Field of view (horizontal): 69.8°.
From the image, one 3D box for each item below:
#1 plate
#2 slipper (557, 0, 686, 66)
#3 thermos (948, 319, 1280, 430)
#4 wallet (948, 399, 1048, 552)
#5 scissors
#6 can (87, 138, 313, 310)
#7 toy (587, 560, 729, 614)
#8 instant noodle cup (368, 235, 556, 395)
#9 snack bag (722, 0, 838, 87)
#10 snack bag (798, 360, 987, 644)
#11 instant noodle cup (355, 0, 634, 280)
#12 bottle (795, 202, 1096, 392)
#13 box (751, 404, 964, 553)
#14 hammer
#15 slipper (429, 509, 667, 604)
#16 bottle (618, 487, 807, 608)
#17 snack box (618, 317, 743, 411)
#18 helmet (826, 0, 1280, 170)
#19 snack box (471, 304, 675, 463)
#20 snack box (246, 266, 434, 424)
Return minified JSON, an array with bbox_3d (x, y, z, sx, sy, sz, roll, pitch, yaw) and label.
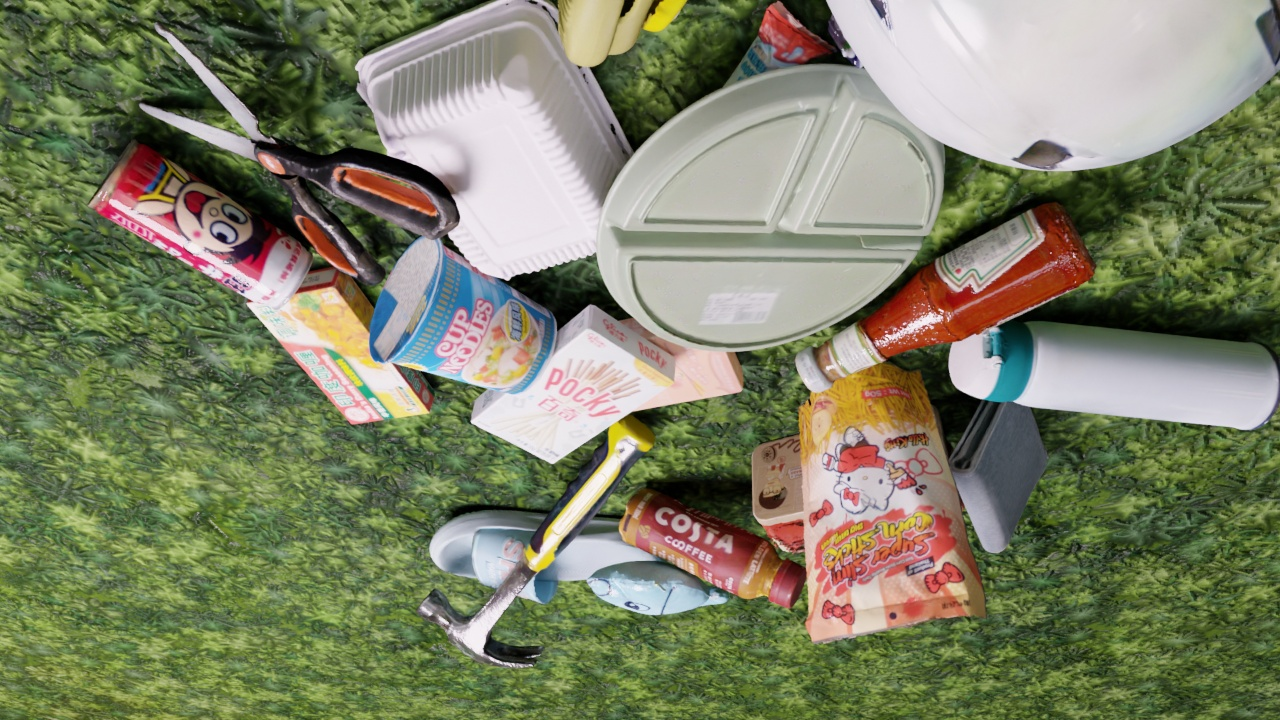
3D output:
[{"bbox_3d":[0.087,-0.082,0.582,0.230,0.027,0.231,-9,142,-8],"label":"plate"},{"bbox_3d":[0.016,-0.218,0.425,0.081,0.091,0.191,13,135,-16],"label":"slipper"},{"bbox_3d":[0.348,0.009,0.687,0.224,0.073,0.073,6,140,-2],"label":"thermos"},{"bbox_3d":[0.294,0.083,0.758,0.037,0.106,0.130,15,152,43],"label":"wallet"},{"bbox_3d":[-0.207,-0.112,0.565,0.221,0.021,0.230,13,154,25],"label":"scissors"},{"bbox_3d":[-0.294,-0.089,0.623,0.053,0.053,0.132,-31,129,33],"label":"can"},{"bbox_3d":[0.020,0.225,0.903,0.161,0.049,0.157,8,159,-14],"label":"toy"},{"bbox_3d":[-0.123,-0.025,0.664,0.110,0.099,0.099,24,136,-34],"label":"instant noodle cup"},{"bbox_3d":[0.066,-0.158,0.537,0.048,0.026,0.104,32,133,-14],"label":"snack bag"},{"bbox_3d":[0.180,0.106,0.703,0.129,0.207,0.073,-18,140,25],"label":"snack bag"},{"bbox_3d":[-0.082,-0.122,0.566,0.138,0.060,0.173,-14,138,19],"label":"instant noodle cup"},{"bbox_3d":[0.203,-0.035,0.637,0.207,0.059,0.060,-30,130,26],"label":"bottle"},{"bbox_3d":[0.188,0.110,0.796,0.169,0.091,0.077,-17,133,23],"label":"box"},{"bbox_3d":[-0.087,0.175,0.861,0.126,0.031,0.324,38,115,1],"label":"hammer"},{"bbox_3d":[-0.093,0.210,0.946,0.245,0.074,0.104,1,141,1],"label":"slipper"},{"bbox_3d":[0.067,0.175,0.851,0.175,0.057,0.057,20,146,25],"label":"bottle"},{"bbox_3d":[-0.004,0.004,0.733,0.157,0.026,0.084,-11,137,16],"label":"snack box"},{"bbox_3d":[0.190,-0.183,0.407,0.258,0.145,0.230,33,131,-30],"label":"helmet"},{"bbox_3d":[-0.055,0.024,0.719,0.084,0.026,0.157,32,133,-27],"label":"snack box"},{"bbox_3d":[-0.234,-0.008,0.734,0.077,0.027,0.156,-8,138,15],"label":"snack box"}]
